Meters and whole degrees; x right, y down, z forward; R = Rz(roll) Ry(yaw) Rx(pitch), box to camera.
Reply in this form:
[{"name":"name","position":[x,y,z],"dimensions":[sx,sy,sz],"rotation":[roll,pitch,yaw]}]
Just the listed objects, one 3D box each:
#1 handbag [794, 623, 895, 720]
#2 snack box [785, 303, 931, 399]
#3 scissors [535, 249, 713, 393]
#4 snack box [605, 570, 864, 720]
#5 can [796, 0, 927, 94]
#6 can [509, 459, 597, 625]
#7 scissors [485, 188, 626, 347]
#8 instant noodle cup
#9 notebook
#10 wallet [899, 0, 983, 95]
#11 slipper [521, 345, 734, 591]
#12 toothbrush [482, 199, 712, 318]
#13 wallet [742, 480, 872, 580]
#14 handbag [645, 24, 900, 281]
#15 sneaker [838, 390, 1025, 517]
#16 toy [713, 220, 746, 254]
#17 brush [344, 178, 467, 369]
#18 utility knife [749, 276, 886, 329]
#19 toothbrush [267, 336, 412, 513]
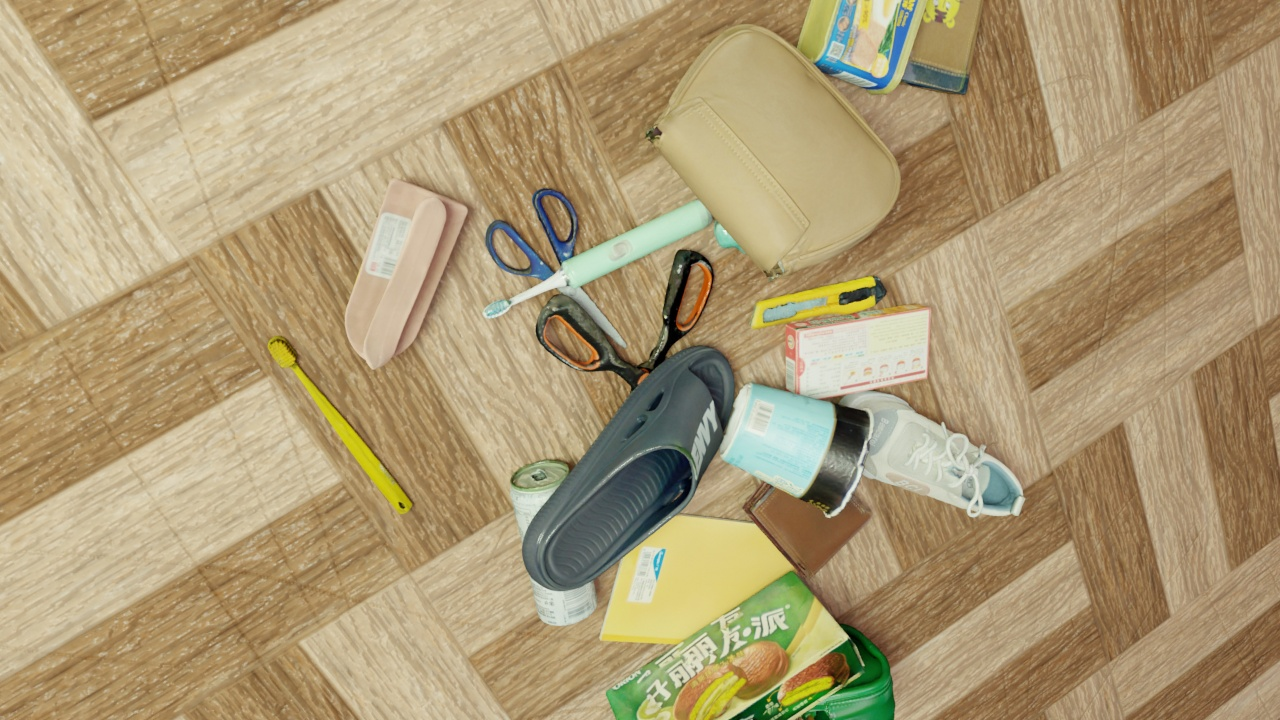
[{"name":"handbag","position":[0.197,0.340,0.965],"dimensions":[0.120,0.131,0.068],"rotation":[-10,105,-15]},{"name":"snack box","position":[0.220,-0.008,0.925],"dimensions":[0.155,0.027,0.077],"rotation":[-9,109,-18]},{"name":"scissors","position":[0.000,0.001,0.840],"dimensions":[0.220,0.022,0.234],"rotation":[22,96,-31]},{"name":"snack box","position":[0.091,0.323,0.917],"dimensions":[0.240,0.114,0.063],"rotation":[-32,118,-5]},{"name":"can","position":[0.195,-0.298,0.812],"dimensions":[0.083,0.057,0.102],"rotation":[13,100,-21]},{"name":"can","position":[-0.079,0.169,0.846],"dimensions":[0.058,0.058,0.147],"rotation":[-15,110,-16]},{"name":"scissors","position":[-0.074,-0.065,0.804],"dimensions":[0.140,0.012,0.171],"rotation":[-8,110,-21]},{"name":"instant noodle cup","position":[0.143,0.077,0.872],"dimensions":[0.120,0.111,0.111],"rotation":[20,98,-1]},{"name":"notebook","position":[0.069,0.229,0.948],"dimensions":[0.206,0.010,0.146],"rotation":[10,102,-23]},{"name":"wallet","position":[0.279,-0.311,0.855],"dimensions":[0.090,0.033,0.115],"rotation":[4,101,-21]},{"name":"slipper","position":[0.012,0.104,0.814],"dimensions":[0.267,0.083,0.111],"rotation":[-47,128,-20]},{"name":"toothbrush","position":[-0.035,-0.086,0.792],"dimensions":[0.224,0.027,0.026],"rotation":[-27,90,-17]},{"name":"wallet","position":[0.174,0.155,0.948],"dimensions":[0.101,0.032,0.124],"rotation":[-45,113,-13]},{"name":"handbag","position":[0.110,-0.169,0.772],"dimensions":[0.147,0.100,0.204],"rotation":[-38,84,-10]},{"name":"sneaker","position":[0.306,0.108,0.959],"dimensions":[0.242,0.091,0.089],"rotation":[26,94,-25]},{"name":"toy","position":[0.091,-0.145,0.835],"dimensions":[0.096,0.030,0.092],"rotation":[11,97,-16]},{"name":"brush","position":[-0.191,-0.065,0.725],"dimensions":[0.063,0.073,0.146],"rotation":[19,100,-26]},{"name":"utility knife","position":[0.176,-0.055,0.900],"dimensions":[0.153,0.015,0.033],"rotation":[-13,107,-17]},{"name":"toothbrush","position":[-0.250,0.058,0.769],"dimensions":[0.015,0.016,0.190],"rotation":[-34,115,-8]}]
